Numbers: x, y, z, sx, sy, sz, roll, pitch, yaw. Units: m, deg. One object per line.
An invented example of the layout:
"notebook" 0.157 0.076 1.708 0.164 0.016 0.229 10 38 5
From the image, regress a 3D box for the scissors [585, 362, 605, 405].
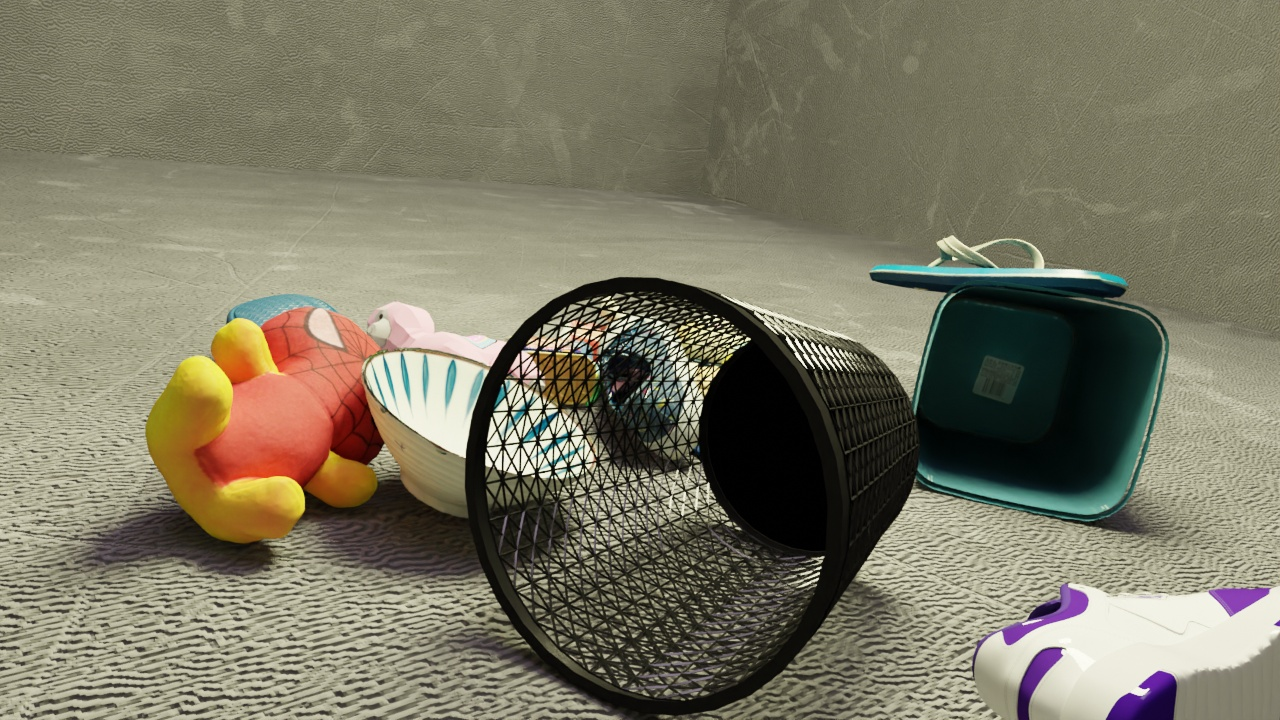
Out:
"scissors" -0.047 0.025 0.981 0.125 0.011 0.131 4 18 -9

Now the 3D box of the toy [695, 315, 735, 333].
"toy" 0.096 -0.034 1.216 0.112 0.050 0.087 9 15 25

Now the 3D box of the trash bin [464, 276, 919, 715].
"trash bin" 0.058 0.063 0.559 0.217 0.217 0.242 17 11 29

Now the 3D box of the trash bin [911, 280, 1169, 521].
"trash bin" 0.364 0.023 0.902 0.199 0.197 0.218 12 9 11

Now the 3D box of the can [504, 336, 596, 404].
"can" -0.096 0.008 0.923 0.100 0.054 0.059 3 20 -6

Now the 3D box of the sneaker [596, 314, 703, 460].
"sneaker" -0.005 0.005 0.874 0.079 0.087 0.235 38 10 -27

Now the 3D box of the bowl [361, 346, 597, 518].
"bowl" -0.124 0.063 0.655 0.177 0.071 0.177 24 15 -7

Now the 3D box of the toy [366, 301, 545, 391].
"toy" -0.171 0.001 0.833 0.157 0.067 0.123 37 21 32

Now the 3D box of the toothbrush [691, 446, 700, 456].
"toothbrush" 0.076 0.088 0.805 0.016 0.017 0.190 -2 18 -35

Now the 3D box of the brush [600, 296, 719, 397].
"brush" 0.016 -0.011 1.000 0.077 0.062 0.272 7 22 -29

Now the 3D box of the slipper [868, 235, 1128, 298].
"slipper" 0.349 -0.099 0.940 0.118 0.060 0.295 2 5 -31

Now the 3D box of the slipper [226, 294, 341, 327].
"slipper" -0.306 -0.001 0.854 0.214 0.059 0.103 33 30 27

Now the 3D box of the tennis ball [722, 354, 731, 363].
"tennis ball" 0.117 0.019 0.989 0.065 0.065 0.065 8 15 -2

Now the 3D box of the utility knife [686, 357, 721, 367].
"utility knife" 0.102 0.022 1.048 0.203 0.029 0.020 16 11 30

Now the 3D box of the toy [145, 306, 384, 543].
"toy" -0.242 0.037 0.636 0.099 0.147 0.216 -18 12 13

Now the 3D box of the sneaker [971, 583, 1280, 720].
"sneaker" 0.285 0.168 0.514 0.243 0.092 0.111 -2 9 -33

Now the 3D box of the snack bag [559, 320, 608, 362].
"snack bag" -0.039 -0.018 1.096 0.116 0.036 0.077 8 16 -3

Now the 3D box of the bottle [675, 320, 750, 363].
"bottle" 0.116 -0.002 1.082 0.162 0.056 0.056 18 18 33
